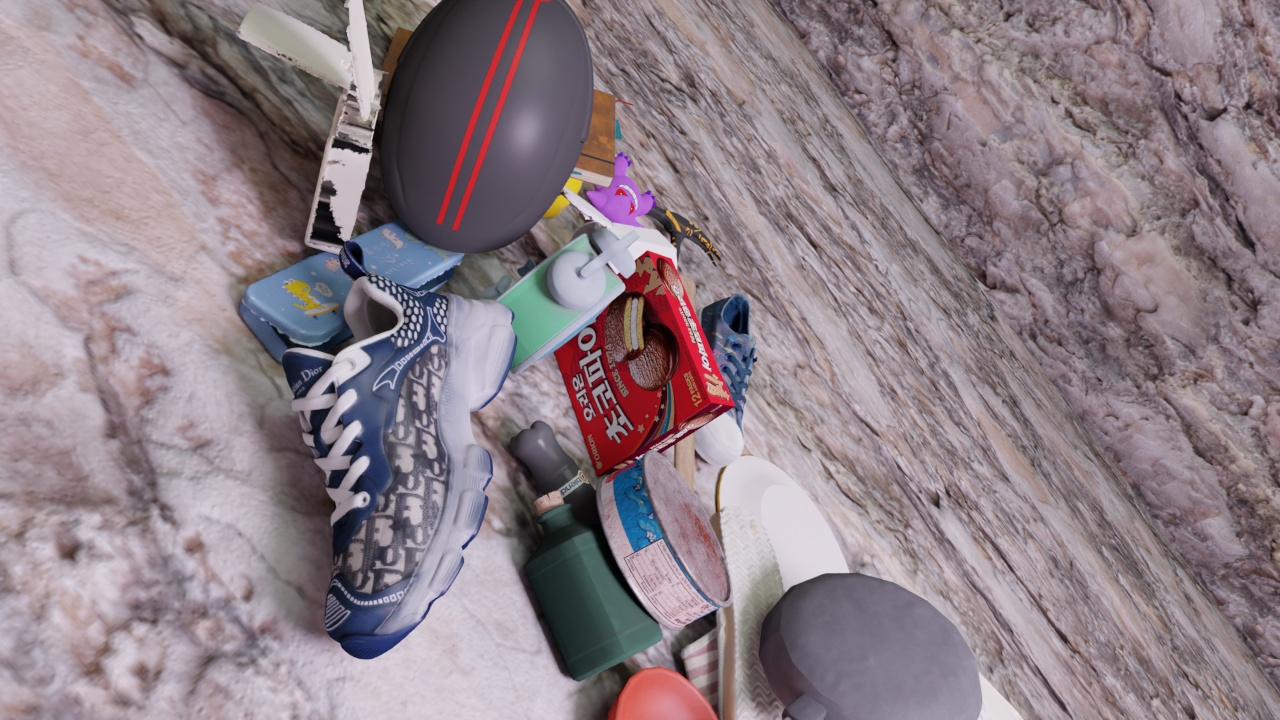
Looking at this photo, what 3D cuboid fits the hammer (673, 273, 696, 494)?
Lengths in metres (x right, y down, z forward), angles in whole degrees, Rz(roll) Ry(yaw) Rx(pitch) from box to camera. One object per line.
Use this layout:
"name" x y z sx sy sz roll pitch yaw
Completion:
"hammer" 0.039 0.053 0.885 0.119 0.031 0.330 33 45 -38

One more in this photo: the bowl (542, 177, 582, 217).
"bowl" -0.104 -0.216 0.962 0.117 0.068 0.117 35 35 -30

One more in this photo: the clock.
"clock" -0.065 -0.059 0.756 0.075 0.162 0.121 52 34 -5

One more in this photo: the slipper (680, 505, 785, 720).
"slipper" 0.084 0.248 0.771 0.115 0.052 0.262 30 43 -37

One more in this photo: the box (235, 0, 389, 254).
"box" -0.232 -0.184 0.663 0.095 0.186 0.145 -3 38 -7

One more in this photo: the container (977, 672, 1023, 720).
"container" 0.256 0.350 0.823 0.246 0.143 0.184 44 18 -17

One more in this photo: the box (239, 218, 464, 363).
"box" -0.204 -0.065 0.683 0.066 0.049 0.209 50 29 -4

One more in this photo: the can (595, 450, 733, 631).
"can" 0.019 0.136 0.699 0.130 0.044 0.129 56 13 -20

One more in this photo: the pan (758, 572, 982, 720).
"pan" 0.123 0.255 0.669 0.356 0.041 0.179 -20 42 -41

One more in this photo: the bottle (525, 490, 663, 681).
"bottle" -0.042 0.158 0.671 0.061 0.061 0.131 -1 60 -58

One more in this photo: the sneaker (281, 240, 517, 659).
"sneaker" -0.165 0.043 0.566 0.132 0.103 0.268 31 43 -28

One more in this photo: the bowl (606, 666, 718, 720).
"bowl" 0.015 0.284 0.651 0.122 0.035 0.121 36 34 -30

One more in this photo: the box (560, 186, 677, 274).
"box" -0.034 -0.116 0.919 0.162 0.112 0.084 1 40 -40

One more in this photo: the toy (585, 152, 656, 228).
"toy" -0.030 -0.180 1.047 0.106 0.056 0.087 53 32 -23

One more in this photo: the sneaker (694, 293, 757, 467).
"sneaker" 0.096 0.015 1.001 0.087 0.079 0.234 38 33 -26

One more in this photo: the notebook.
"notebook" -0.129 -0.244 0.901 0.249 0.014 0.178 14 43 -14

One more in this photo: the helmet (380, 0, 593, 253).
"helmet" -0.121 -0.214 0.758 0.164 0.170 0.264 20 78 -12

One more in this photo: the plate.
"plate" 0.164 0.200 0.967 0.229 0.021 0.229 36 34 -30

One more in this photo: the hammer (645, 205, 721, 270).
"hammer" 0.033 -0.079 1.046 0.123 0.036 0.319 30 36 -15

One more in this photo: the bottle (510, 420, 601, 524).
"bottle" -0.061 0.099 0.730 0.110 0.036 0.036 55 29 0

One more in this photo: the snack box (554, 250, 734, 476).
"snack box" -0.005 0.005 0.811 0.035 0.133 0.152 11 51 -51
